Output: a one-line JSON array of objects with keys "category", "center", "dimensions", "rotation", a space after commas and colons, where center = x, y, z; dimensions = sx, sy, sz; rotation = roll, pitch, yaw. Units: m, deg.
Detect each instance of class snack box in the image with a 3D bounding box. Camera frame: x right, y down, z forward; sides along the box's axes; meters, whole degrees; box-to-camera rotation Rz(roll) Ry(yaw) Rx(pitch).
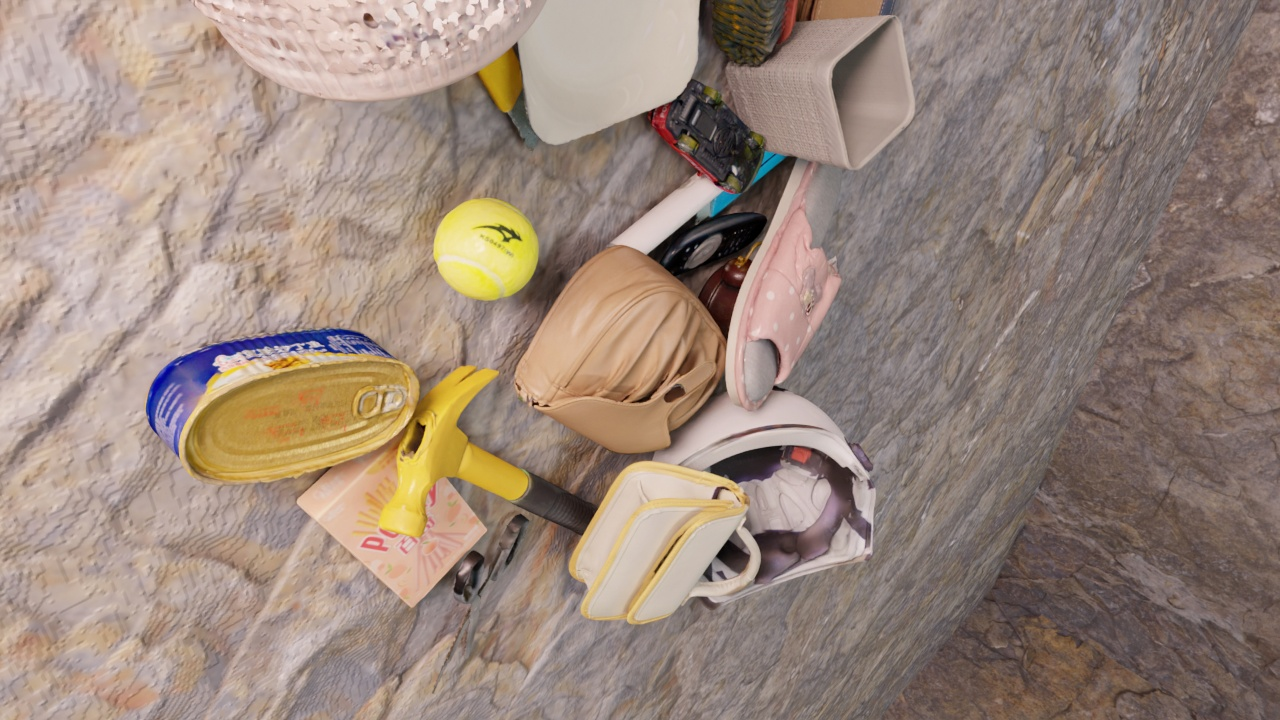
[{"category": "snack box", "center": [-0.176, 0.115, 0.673], "dimensions": [0.084, 0.026, 0.157], "rotation": [-46, 146, -19]}]

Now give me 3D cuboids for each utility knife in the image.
[{"category": "utility knife", "center": [0.101, -0.172, 0.810], "dimensions": [0.161, 0.018, 0.034], "rotation": [-43, 146, -20]}, {"category": "utility knife", "center": [-0.097, -0.190, 0.529], "dimensions": [0.033, 0.015, 0.192], "rotation": [-47, 147, -11]}]

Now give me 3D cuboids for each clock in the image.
[{"category": "clock", "center": [0.098, -0.058, 0.868], "dimensions": [0.081, 0.055, 0.122], "rotation": [-9, 122, -50]}]

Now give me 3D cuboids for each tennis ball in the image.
[{"category": "tennis ball", "center": [-0.098, -0.070, 0.583], "dimensions": [0.065, 0.065, 0.066], "rotation": [-34, 141, -33]}]

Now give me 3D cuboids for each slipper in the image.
[{"category": "slipper", "center": [0.141, -0.078, 0.811], "dimensions": [0.273, 0.054, 0.114], "rotation": [-67, 150, -21]}]

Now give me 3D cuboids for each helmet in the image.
[{"category": "helmet", "center": [0.111, 0.116, 0.926], "dimensions": [0.229, 0.145, 0.259], "rotation": [-24, 128, 10]}]

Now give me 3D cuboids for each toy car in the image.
[{"category": "toy car", "center": [0.052, -0.173, 0.710], "dimensions": [0.120, 0.045, 0.053], "rotation": [29, 89, -48]}]

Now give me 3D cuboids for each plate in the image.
[{"category": "plate", "center": [-0.023, -0.230, 0.577], "dimensions": [0.163, 0.034, 0.165], "rotation": [-32, 140, -36]}]

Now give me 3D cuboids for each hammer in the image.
[{"category": "hammer", "center": [-0.100, 0.098, 0.731], "dimensions": [0.301, 0.033, 0.128], "rotation": [47, 56, -62]}]

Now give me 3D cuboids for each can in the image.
[{"category": "can", "center": [-0.204, 0.024, 0.535], "dimensions": [0.147, 0.049, 0.075], "rotation": [-13, 127, -49]}]

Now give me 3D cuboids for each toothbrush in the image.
[{"category": "toothbrush", "center": [0.056, -0.147, 0.762], "dimensions": [0.220, 0.027, 0.026], "rotation": [-42, 121, -23]}]

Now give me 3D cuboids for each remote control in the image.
[{"category": "remote control", "center": [0.059, -0.104, 0.798], "dimensions": [0.136, 0.024, 0.053], "rotation": [-24, 160, -42]}]

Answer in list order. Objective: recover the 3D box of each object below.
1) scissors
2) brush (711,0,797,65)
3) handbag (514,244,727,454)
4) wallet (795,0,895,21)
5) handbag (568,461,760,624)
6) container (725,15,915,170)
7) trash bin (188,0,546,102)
[{"category": "scissors", "center": [-0.142, 0.207, 0.791], "dimensions": [0.159, 0.014, 0.179], "rotation": [-55, 165, -24]}, {"category": "brush", "center": [0.084, -0.271, 0.643], "dimensions": [0.069, 0.063, 0.146], "rotation": [-63, 168, -12]}, {"category": "handbag", "center": [-0.004, 0.004, 0.731], "dimensions": [0.148, 0.100, 0.204], "rotation": [-48, 152, 2]}, {"category": "wallet", "center": [0.178, -0.314, 0.782], "dimensions": [0.115, 0.033, 0.090], "rotation": [-17, 127, -45]}, {"category": "handbag", "center": [0.041, 0.177, 0.835], "dimensions": [0.178, 0.063, 0.164], "rotation": [12, 126, -24]}, {"category": "container", "center": [0.138, -0.213, 0.722], "dimensions": [0.090, 0.114, 0.090], "rotation": [-42, 130, -23]}, {"category": "trash bin", "center": [-0.115, -0.211, 0.327], "dimensions": [0.227, 0.227, 0.192], "rotation": [-46, 158, -18]}]
